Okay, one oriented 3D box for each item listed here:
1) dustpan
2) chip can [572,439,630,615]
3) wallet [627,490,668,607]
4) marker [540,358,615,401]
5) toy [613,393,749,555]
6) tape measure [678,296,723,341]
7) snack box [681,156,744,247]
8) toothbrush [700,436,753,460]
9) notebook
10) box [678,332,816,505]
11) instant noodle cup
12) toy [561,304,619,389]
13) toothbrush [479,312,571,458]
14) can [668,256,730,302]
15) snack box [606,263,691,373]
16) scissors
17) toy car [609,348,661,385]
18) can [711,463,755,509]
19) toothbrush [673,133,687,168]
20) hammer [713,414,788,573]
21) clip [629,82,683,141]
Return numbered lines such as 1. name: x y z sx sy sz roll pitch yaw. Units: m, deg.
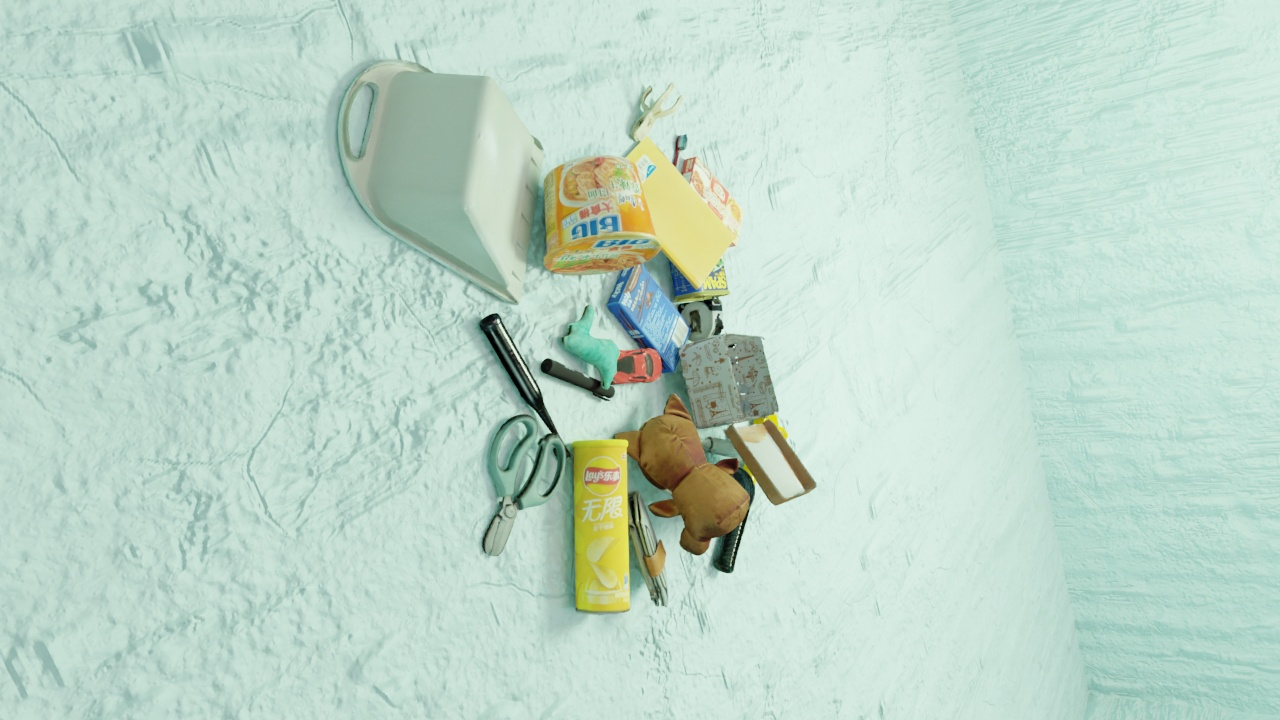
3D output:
1. dustpan: -0.221 -0.214 1.043 0.258 0.143 0.222 68 27 -70
2. chip can: -0.050 0.206 1.151 0.072 0.072 0.213 9 78 -52
3. wallet: 0.013 0.250 1.220 0.106 0.037 0.130 -106 178 -74
4. marker: -0.079 0.026 1.185 0.132 0.020 0.022 27 77 -49
5. toy: 0.059 0.154 1.253 0.139 0.131 0.199 -36 87 -35
6. tape measure: 0.093 -0.060 1.388 0.033 0.066 0.066 -3 85 -50
7. snack box: 0.115 -0.254 1.483 0.153 0.026 0.075 39 55 -43
8. toothbrush: 0.124 0.133 1.400 0.220 0.026 0.026 15 74 -39
9. notebook: 0.046 -0.219 1.344 0.206 0.010 0.145 47 47 -13
10. box: 0.163 0.091 1.366 0.178 0.103 0.260 0 74 -64
11. instant noodle cup: -0.055 -0.182 1.154 0.151 0.152 0.111 6 72 -53
12. toy: -0.063 -0.022 1.196 0.092 0.030 0.096 31 60 -30
13. toothbrush: -0.134 0.038 1.106 0.027 0.026 0.213 -33 117 -14
14. can: 0.089 -0.136 1.404 0.101 0.057 0.083 -10 90 -54
15. snack box: 0.014 -0.062 1.316 0.157 0.026 0.084 50 48 -36
16. scissors: -0.156 0.137 1.063 0.129 0.019 0.184 57 49 -23
17. toy car: -0.008 0.007 1.265 0.106 0.031 0.049 -2 87 -45
18. can: 0.110 0.191 1.362 0.111 0.075 0.075 16 72 -51
19. toothbrush: 0.052 -0.271 1.408 0.016 0.017 0.187 35 57 -44
20. hammer: 0.171 0.200 1.478 0.129 0.033 0.299 48 49 -37
21. clip: 0.027 -0.371 1.354 0.035 0.097 0.101 50 37 -36
